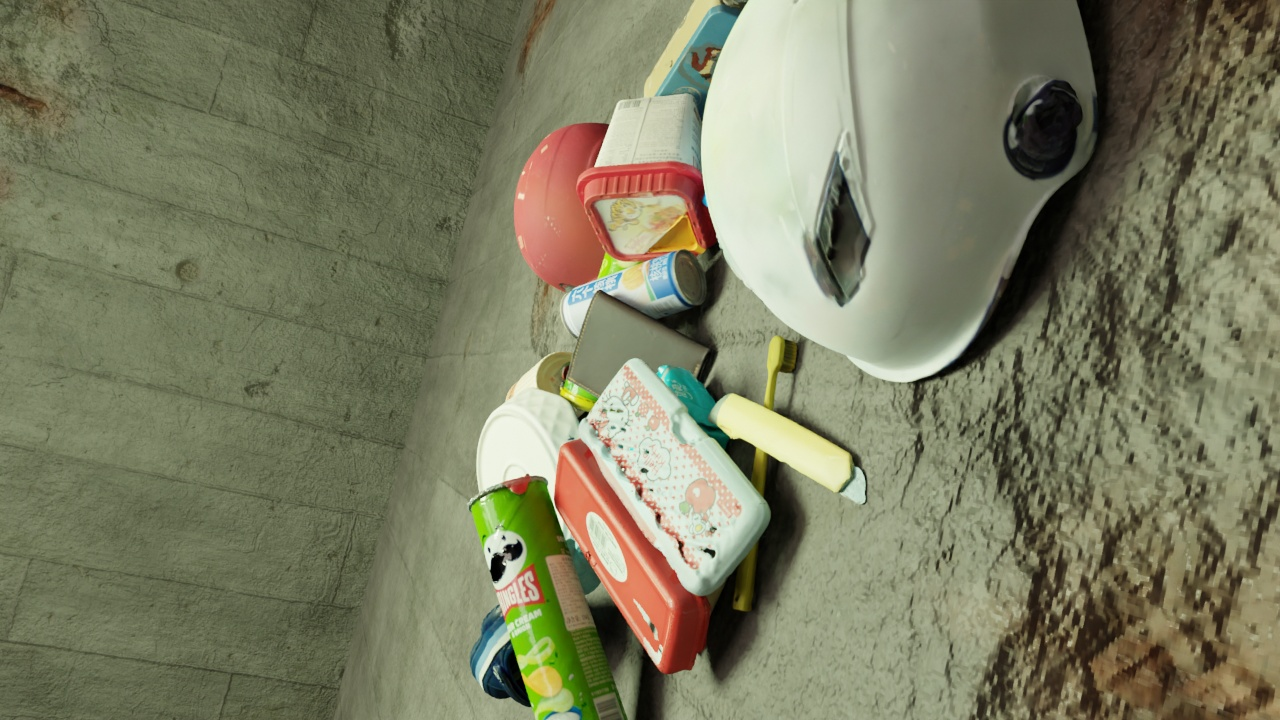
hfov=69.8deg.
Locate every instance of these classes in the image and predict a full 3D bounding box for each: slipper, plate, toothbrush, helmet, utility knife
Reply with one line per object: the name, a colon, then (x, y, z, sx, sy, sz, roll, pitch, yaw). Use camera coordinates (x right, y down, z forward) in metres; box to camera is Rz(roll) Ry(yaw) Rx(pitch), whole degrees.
slipper: (-0.099, 0.277, 0.886, 0.095, 0.105, 0.253, 50, 152, 18)
plate: (-0.109, 0.132, 0.951, 0.205, 0.045, 0.205, 16, 110, 50)
toothbrush: (0.086, 0.075, 0.630, 0.016, 0.016, 0.190, 162, 120, -67)
helmet: (0.114, -0.129, 0.507, 0.229, 0.145, 0.258, 178, 106, -71)
utility knife: (0.091, 0.053, 0.595, 0.167, 0.018, 0.031, 31, 102, 63)
helmet: (-0.079, -0.180, 1.087, 0.241, 0.144, 0.206, 137, 149, -64)

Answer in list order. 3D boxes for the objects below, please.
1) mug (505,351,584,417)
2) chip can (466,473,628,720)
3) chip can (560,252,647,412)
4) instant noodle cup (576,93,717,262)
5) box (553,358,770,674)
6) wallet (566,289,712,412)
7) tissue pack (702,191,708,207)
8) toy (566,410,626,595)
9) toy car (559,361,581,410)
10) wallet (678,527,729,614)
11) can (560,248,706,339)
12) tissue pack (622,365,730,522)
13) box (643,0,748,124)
mug: (-0.107, 0.057, 1.086, 0.106, 0.081, 0.114, 142, 138, -57)
chip can: (-0.071, 0.212, 0.736, 0.072, 0.072, 0.236, -51, 55, 50)
chip can: (-0.017, -0.056, 0.933, 0.072, 0.072, 0.221, -146, 73, -70)
instant noodle cup: (0.014, -0.169, 0.836, 0.116, 0.117, 0.124, 62, -148, -56)
box: (0.003, 0.107, 0.671, 0.201, 0.058, 0.161, 48, 123, 46)
wallet: (-0.005, 0.005, 0.816, 0.020, 0.122, 0.096, -20, -45, -57)
tissue pack: (0.099, -0.180, 0.733, 0.095, 0.052, 0.157, -142, 69, -70)
toy: (-0.035, 0.121, 0.836, 0.161, 0.050, 0.156, -51, -34, -50)
toy car: (-0.042, -0.018, 1.013, 0.156, 0.041, 0.071, -61, 16, -1)
wallet: (0.043, 0.146, 0.686, 0.115, 0.024, 0.087, -70, 24, 18)
can: (-0.009, -0.058, 0.850, 0.135, 0.053, 0.053, -16, 55, 33)
tissue pack: (0.021, 0.081, 0.753, 0.093, 0.050, 0.134, -118, 46, -61)
box: (0.065, -0.265, 0.845, 0.185, 0.089, 0.062, 129, 150, -55)
